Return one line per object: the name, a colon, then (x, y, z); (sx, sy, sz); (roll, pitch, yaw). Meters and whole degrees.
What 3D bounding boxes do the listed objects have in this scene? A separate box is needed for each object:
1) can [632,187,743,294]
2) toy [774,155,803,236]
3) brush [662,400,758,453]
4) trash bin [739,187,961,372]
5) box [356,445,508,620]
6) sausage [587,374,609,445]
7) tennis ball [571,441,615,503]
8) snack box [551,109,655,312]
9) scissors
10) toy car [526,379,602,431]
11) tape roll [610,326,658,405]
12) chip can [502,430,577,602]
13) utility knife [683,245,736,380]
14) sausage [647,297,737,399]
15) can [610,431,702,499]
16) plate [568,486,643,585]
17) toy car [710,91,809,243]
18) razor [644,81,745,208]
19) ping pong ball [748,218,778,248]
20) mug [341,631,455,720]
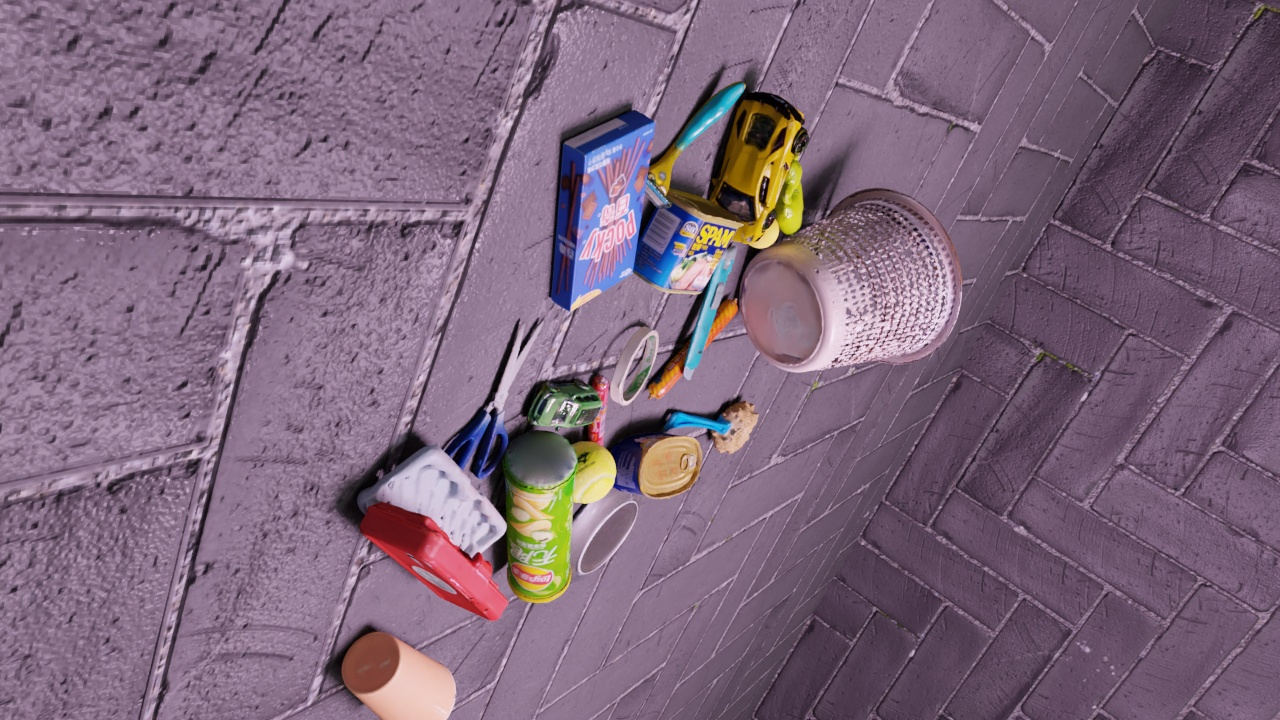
can: (0.042, -0.112, 0.877); (0.102, 0.057, 0.083); (-4, 127, -59)
toy: (0.166, -0.183, 1.025); (0.096, 0.031, 0.100); (-63, 154, -58)
brush: (0.095, 0.087, 1.250); (0.083, 0.046, 0.254); (-57, 152, 12)
trash bin: (0.236, -0.080, 1.110); (0.191, 0.227, 0.228); (-19, 139, -34)
box: (-0.166, 0.147, 0.806); (0.202, 0.095, 0.098); (72, 40, -59)
sausage: (-0.047, 0.069, 0.985); (0.020, 0.020, 0.156); (-37, 149, -35)
tennis ball: (-0.058, 0.118, 0.971); (0.065, 0.065, 0.066); (-41, 152, -28)
snack box: (-0.033, -0.122, 0.765); (0.084, 0.026, 0.157); (-36, 149, -38)
scissors: (-0.134, 0.042, 0.806); (0.140, 0.012, 0.171); (-36, 148, -36)
toy car: (-0.073, 0.045, 0.892); (0.091, 0.036, 0.043); (1, 122, -57)
tape roll: (-0.006, 0.006, 0.966); (0.085, 0.014, 0.086); (-56, 161, -31)
chip can: (-0.103, 0.163, 0.938); (0.072, 0.072, 0.222); (-37, 150, -35)
utility knife: (0.078, -0.052, 1.041); (0.029, 0.013, 0.165); (1, 113, -45)
sausage: (0.063, -0.015, 1.076); (0.165, 0.021, 0.021); (-48, 154, -16)
can: (0.019, 0.125, 1.108); (0.148, 0.049, 0.074); (-2, 97, -58)
plate: (-0.047, 0.221, 1.169); (0.179, 0.024, 0.180); (-41, 151, -29)
toy car: (0.110, -0.183, 0.892); (0.041, 0.071, 0.156); (-29, 145, -47)
razor: (0.046, -0.197, 0.812); (0.132, 0.028, 0.043); (-51, 124, -4)
ping pong ball: (0.133, -0.145, 1.018); (0.040, 0.040, 0.040); (-41, 152, -28)
mug: (-0.236, 0.309, 0.887); (0.078, 0.078, 0.123); (-46, 149, -20)
